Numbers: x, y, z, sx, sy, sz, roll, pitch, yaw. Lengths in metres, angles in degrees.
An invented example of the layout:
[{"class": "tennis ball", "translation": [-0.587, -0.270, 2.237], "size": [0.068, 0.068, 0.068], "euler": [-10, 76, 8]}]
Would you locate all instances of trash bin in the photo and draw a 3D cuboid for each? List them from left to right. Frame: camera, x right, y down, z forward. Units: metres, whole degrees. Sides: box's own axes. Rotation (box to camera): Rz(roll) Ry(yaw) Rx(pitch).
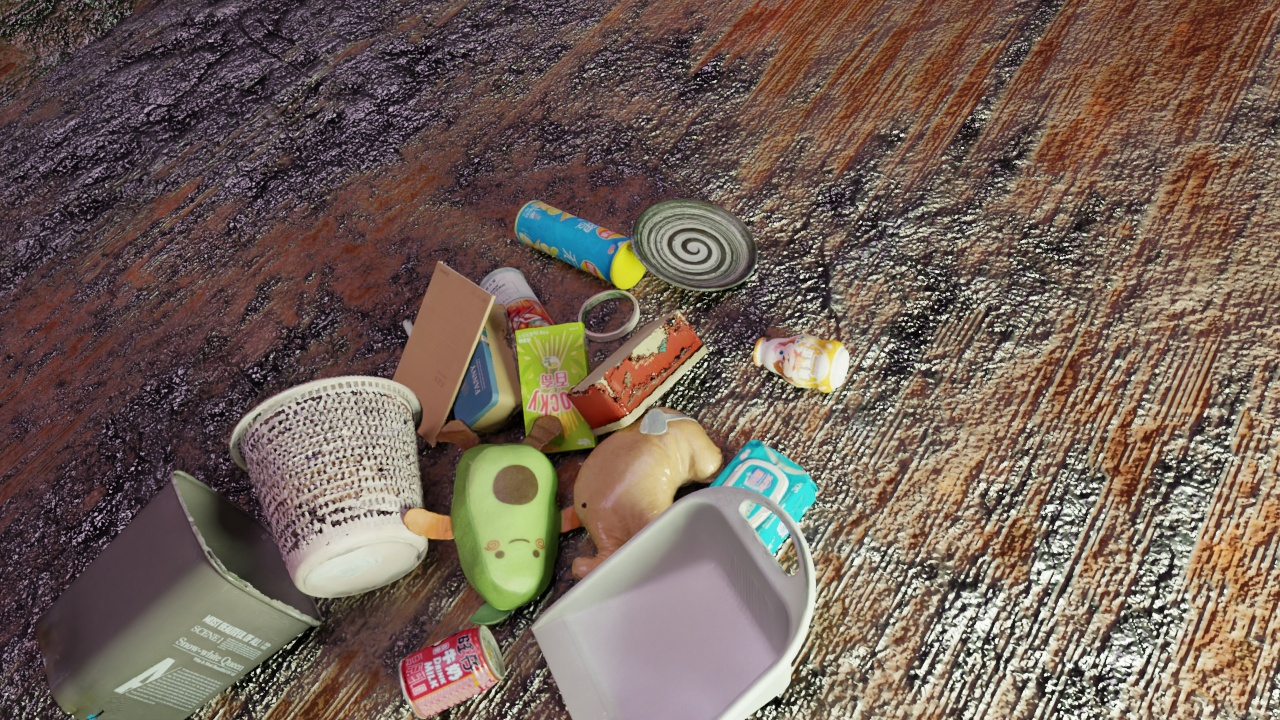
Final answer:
[{"class": "trash bin", "translation": [-0.522, 0.283, 1.032], "size": [0.219, 0.199, 0.198], "euler": [-43, 51, -9]}, {"class": "trash bin", "translation": [-0.344, 0.158, 1.069], "size": [0.227, 0.228, 0.192], "euler": [-24, 60, -2]}]

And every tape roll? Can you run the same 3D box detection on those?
[{"class": "tape roll", "translation": [-0.043, -0.062, 1.264], "size": [0.086, 0.014, 0.085], "euler": [-10, 49, 11]}]

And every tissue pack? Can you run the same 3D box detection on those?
[{"class": "tissue pack", "translation": [0.120, 0.159, 0.997], "size": [0.093, 0.050, 0.133], "euler": [28, 66, 34]}]

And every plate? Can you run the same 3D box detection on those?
[{"class": "plate", "translation": [0.073, -0.156, 1.268], "size": [0.179, 0.024, 0.179], "euler": [6, 51, -8]}]

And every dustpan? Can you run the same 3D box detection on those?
[{"class": "dustpan", "translation": [0.036, 0.243, 0.866], "size": [0.257, 0.143, 0.222], "euler": [-24, 46, -12]}]

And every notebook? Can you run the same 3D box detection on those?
[{"class": "notebook", "translation": [-0.267, -0.012, 1.211], "size": [0.149, 0.012, 0.211], "euler": [31, 101, 45]}]

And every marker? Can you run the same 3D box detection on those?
[{"class": "marker", "translation": [-0.381, 0.114, 1.232], "size": [0.146, 0.017, 0.017], "euler": [-21, 48, 1]}]

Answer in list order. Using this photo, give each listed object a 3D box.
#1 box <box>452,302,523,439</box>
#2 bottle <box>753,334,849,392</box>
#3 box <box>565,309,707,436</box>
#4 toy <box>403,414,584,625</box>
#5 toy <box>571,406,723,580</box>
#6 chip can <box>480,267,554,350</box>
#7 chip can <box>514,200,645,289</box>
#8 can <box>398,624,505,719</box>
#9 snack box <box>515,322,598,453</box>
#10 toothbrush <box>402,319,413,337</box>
[{"class": "box", "translation": [-0.204, 0.011, 1.189], "size": [0.090, 0.061, 0.184], "euler": [-41, 50, 32]}, {"class": "bottle", "translation": [0.191, -0.001, 1.098], "size": [0.108, 0.063, 0.063], "euler": [13, 57, 28]}, {"class": "box", "translation": [-0.007, 0.007, 1.104], "size": [0.167, 0.080, 0.092], "euler": [-42, 12, -36]}, {"class": "toy", "translation": [-0.152, 0.168, 1.042], "size": [0.226, 0.090, 0.246], "euler": [-2, 60, -14]}, {"class": "toy", "translation": [-0.012, 0.149, 1.032], "size": [0.143, 0.082, 0.225], "euler": [27, 66, 37]}, {"class": "chip can", "translation": [-0.150, -0.039, 1.244], "size": [0.071, 0.071, 0.214], "euler": [-30, 49, -7]}, {"class": "chip can", "translation": [-0.089, -0.171, 1.331], "size": [0.210, 0.071, 0.071], "euler": [27, 64, 34]}, {"class": "can", "translation": [-0.196, 0.323, 0.958], "size": [0.094, 0.066, 0.066], "euler": [-24, 48, -2]}, {"class": "snack box", "translation": [-0.103, 0.035, 1.132], "size": [0.086, 0.026, 0.156], "euler": [-6, 86, 6]}, {"class": "toothbrush", "translation": [-0.305, -0.004, 1.304], "size": [0.020, 0.029, 0.189], "euler": [-60, 43, 21]}]
